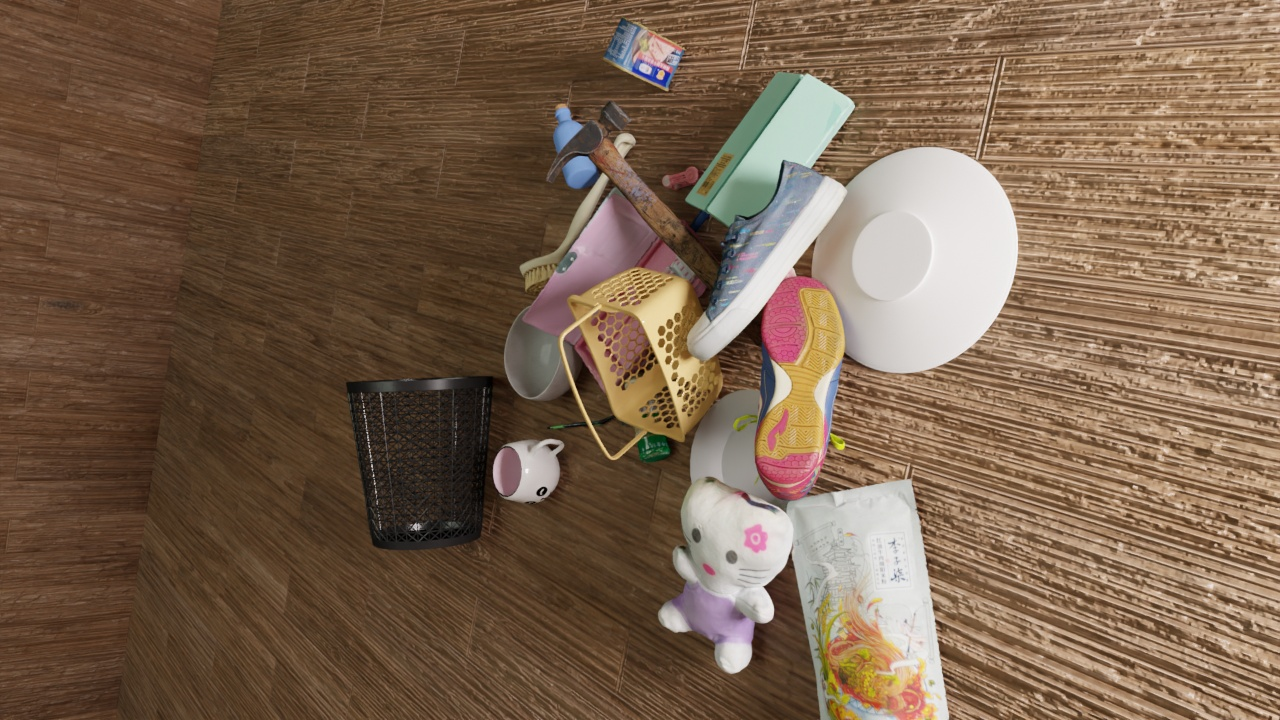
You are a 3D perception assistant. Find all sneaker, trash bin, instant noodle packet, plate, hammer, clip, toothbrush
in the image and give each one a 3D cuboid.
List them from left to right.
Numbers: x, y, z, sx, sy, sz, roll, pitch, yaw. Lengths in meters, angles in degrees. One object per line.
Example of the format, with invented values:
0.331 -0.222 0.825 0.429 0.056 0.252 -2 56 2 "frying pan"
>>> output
-0.329 0.150 1.394 0.217 0.216 0.243 -2 90 46 "trash bin"
-0.068 0.087 1.254 0.188 0.014 0.017 -11 85 46 "toothbrush"
0.033 -0.140 1.056 0.120 0.033 0.330 -43 83 12 "hammer"
0.060 -0.228 1.160 0.060 0.041 0.023 -2 87 36 "clip"
0.062 -0.163 1.144 0.190 0.017 0.016 -52 55 29 "toothbrush"
0.114 -0.107 0.970 0.079 0.087 0.236 36 103 -4 "sneaker"
0.126 0.119 1.041 0.173 0.019 0.172 -7 80 46 "plate"
0.156 0.028 0.962 0.116 0.091 0.241 2 64 18 "sneaker"
0.219 0.261 0.900 0.147 0.057 0.269 -17 72 36 "instant noodle packet"
0.258 -0.103 0.920 0.230 0.030 0.229 -7 80 46 "plate"

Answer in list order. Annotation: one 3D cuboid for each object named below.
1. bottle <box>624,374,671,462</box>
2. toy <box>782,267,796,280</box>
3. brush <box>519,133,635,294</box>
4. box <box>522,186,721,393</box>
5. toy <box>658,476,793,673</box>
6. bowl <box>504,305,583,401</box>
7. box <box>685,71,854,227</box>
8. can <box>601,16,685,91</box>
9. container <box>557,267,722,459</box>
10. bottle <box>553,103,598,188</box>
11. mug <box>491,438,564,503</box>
0.007 0.072 1.156 0.043 0.042 0.110 -32 62 40 "bottle"
0.141 -0.132 1.039 0.087 0.050 0.112 -6 86 46 "toy"
-0.085 -0.200 1.284 0.077 0.062 0.273 46 114 21 "brush"
-0.022 -0.088 1.161 0.172 0.075 0.234 41 118 0 "box"
0.097 0.227 0.992 0.138 0.085 0.210 29 121 34 "toy"
-0.127 -0.009 1.291 0.132 0.064 0.131 -7 80 46 "bowl"
0.136 -0.236 1.028 0.138 0.056 0.187 39 96 38 "box"
0.006 -0.391 1.172 0.054 0.099 0.059 42 112 40 "can"
-0.006 0.006 1.047 0.129 0.166 0.183 20 140 46 "container"
-0.098 -0.310 1.307 0.048 0.048 0.131 -37 60 38 "bottle"
-0.148 0.147 1.286 0.124 0.076 0.090 -46 55 33 "mug"
